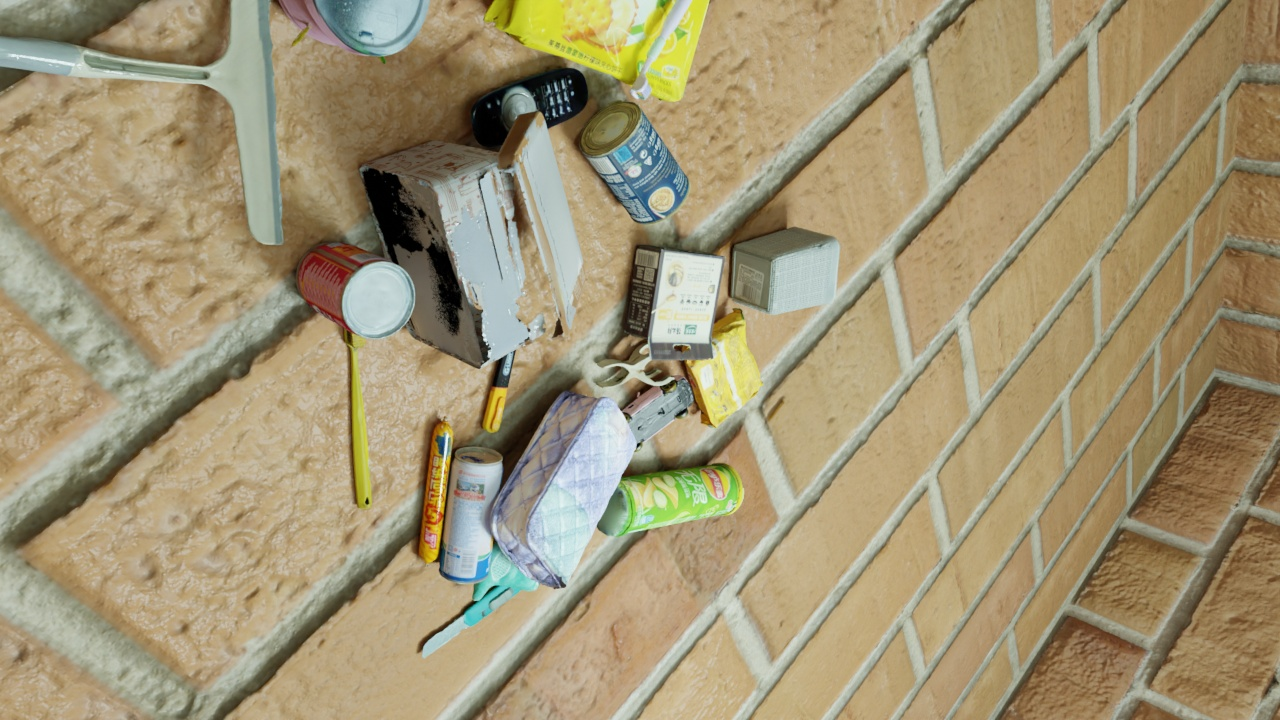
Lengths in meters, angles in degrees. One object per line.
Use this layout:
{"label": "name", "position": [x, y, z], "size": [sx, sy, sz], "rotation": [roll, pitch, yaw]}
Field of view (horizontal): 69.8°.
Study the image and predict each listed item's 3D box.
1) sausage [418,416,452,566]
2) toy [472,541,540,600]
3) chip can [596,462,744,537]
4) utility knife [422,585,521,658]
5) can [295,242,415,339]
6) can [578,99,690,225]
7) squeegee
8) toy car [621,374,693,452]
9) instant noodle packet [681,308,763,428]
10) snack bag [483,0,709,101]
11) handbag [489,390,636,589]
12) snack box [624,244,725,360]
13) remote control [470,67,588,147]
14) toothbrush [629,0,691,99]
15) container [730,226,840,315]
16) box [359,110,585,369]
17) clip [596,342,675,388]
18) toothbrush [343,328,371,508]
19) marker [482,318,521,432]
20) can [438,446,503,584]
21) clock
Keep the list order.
{"label": "sausage", "position": [-0.209, 0.135, 0.935], "size": [0.021, 0.021, 0.165], "rotation": [-5, 110, -44]}
{"label": "toy", "position": [-0.144, 0.229, 1.032], "size": [0.092, 0.030, 0.096], "rotation": [28, 70, -42]}
{"label": "chip can", "position": [0.035, 0.173, 1.157], "size": [0.220, 0.073, 0.073], "rotation": [-1, 107, -45]}
{"label": "utility knife", "position": [-0.162, 0.271, 1.045], "size": [0.207, 0.013, 0.029], "rotation": [-32, 122, -32]}
{"label": "can", "position": [-0.240, -0.061, 0.768], "size": [0.066, 0.094, 0.067], "rotation": [-20, 120, -39]}
{"label": "can", "position": [-0.006, -0.205, 0.954], "size": [0.075, 0.075, 0.111], "rotation": [-55, 136, -13]}
{"label": "squeegee", "position": [-0.373, -0.201, 0.615], "size": [0.246, 0.039, 0.246], "rotation": [-7, 99, -44]}
{"label": "toy car", "position": [0.011, 0.063, 1.115], "size": [0.122, 0.037, 0.056], "rotation": [-36, 127, -13]}
{"label": "instant noodle packet", "position": [0.104, 0.010, 1.178], "size": [0.110, 0.044, 0.128], "rotation": [-38, 127, -26]}
{"label": "snack bag", "position": [-0.031, -0.351, 0.872], "size": [0.246, 0.068, 0.158], "rotation": [6, 104, -47]}
{"label": "handbag", "position": [-0.081, 0.135, 0.997], "size": [0.193, 0.076, 0.134], "rotation": [-60, 143, -29]}
{"label": "snack box", "position": [0.042, -0.067, 1.073], "size": [0.113, 0.053, 0.126], "rotation": [0, 104, -45]}
{"label": "remote control", "position": [-0.108, -0.242, 0.874], "size": [0.136, 0.024, 0.053], "rotation": [-30, 128, -32]}
{"label": "toothbrush", "position": [0.040, -0.337, 0.885], "size": [0.021, 0.029, 0.189], "rotation": [28, 85, -10]}
{"label": "container", "position": [0.181, -0.113, 1.172], "size": [0.114, 0.090, 0.090], "rotation": [-17, 118, -36]}
{"label": "box", "position": [-0.120, -0.117, 0.824], "size": [0.177, 0.153, 0.183], "rotation": [-33, 127, -34]}
{"label": "clip", "position": [-0.003, -0.004, 1.075], "size": [0.104, 0.035, 0.083], "rotation": [9, 104, -38]}
{"label": "toothbrush", "position": [-0.260, 0.053, 0.853], "size": [0.015, 0.017, 0.190], "rotation": [-15, 117, -40]}
{"label": "marker", "position": [-0.143, 0.016, 0.956], "size": [0.018, 0.015, 0.124], "rotation": [6, 100, -51]}
{"label": "can", "position": [-0.176, 0.160, 0.955], "size": [0.053, 0.053, 0.135], "rotation": [-4, 109, -44]}
{"label": "clock", "position": [-0.220, -0.313, 0.695], "size": [0.117, 0.060, 0.158], "rotation": [-11, 112, -56]}
